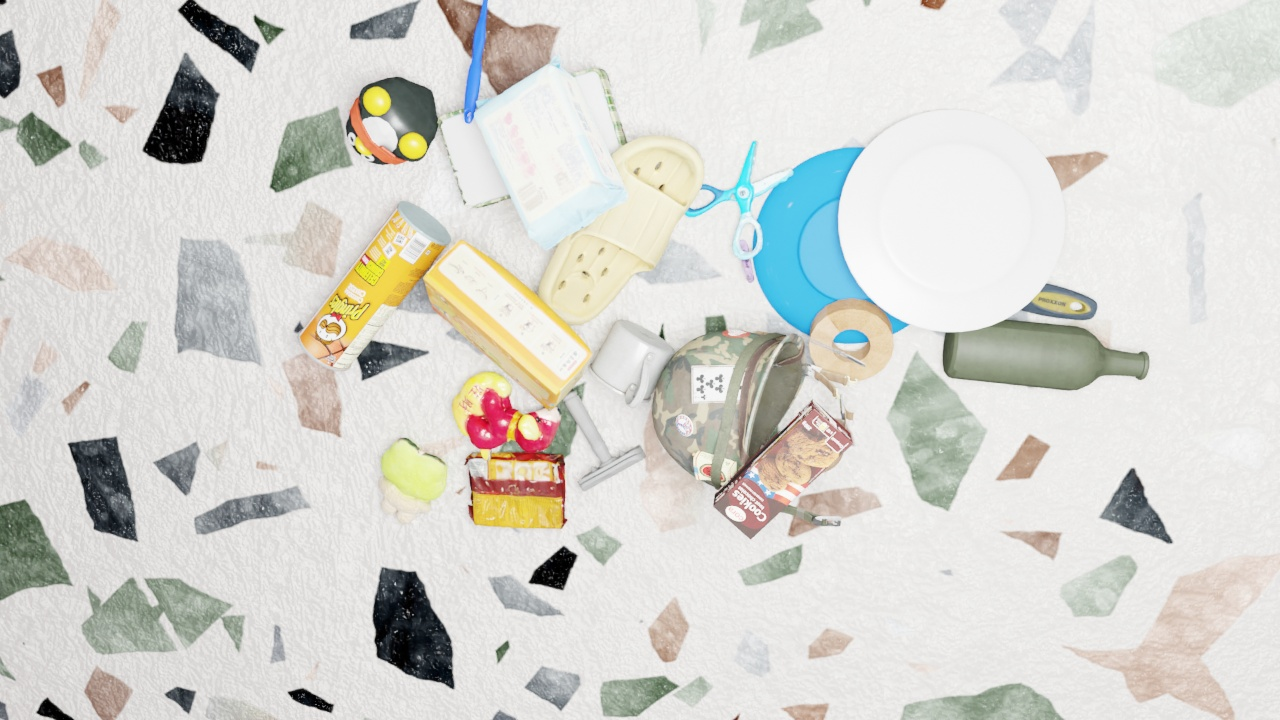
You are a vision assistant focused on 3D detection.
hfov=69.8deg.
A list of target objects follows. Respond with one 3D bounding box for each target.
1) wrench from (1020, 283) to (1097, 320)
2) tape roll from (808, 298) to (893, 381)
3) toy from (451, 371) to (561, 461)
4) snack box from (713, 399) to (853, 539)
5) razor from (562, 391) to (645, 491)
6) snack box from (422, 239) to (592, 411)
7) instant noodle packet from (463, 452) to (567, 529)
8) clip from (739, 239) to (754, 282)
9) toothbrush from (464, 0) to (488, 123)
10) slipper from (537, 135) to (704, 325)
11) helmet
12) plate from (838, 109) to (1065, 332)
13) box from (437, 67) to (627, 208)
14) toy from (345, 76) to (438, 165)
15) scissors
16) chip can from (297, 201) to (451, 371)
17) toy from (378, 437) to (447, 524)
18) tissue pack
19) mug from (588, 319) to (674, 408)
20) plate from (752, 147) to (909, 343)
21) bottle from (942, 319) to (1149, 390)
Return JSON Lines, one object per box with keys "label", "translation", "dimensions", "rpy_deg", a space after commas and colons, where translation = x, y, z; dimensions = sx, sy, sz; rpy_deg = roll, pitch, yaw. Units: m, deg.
{"label": "wrench", "translation": [0.370, -0.086, 1.016], "dimensions": [0.273, 0.022, 0.073], "rpy_deg": [12, 103, 0]}
{"label": "tape roll", "translation": [0.241, -0.023, 1.050], "dimensions": [0.094, 0.027, 0.094], "rpy_deg": [6, 120, 9]}
{"label": "toy", "translation": [-0.172, 0.076, 1.139], "dimensions": [0.137, 0.067, 0.105], "rpy_deg": [24, 98, 9]}
{"label": "snack box", "translation": [0.138, 0.107, 0.901], "dimensions": [0.051, 0.031, 0.141], "rpy_deg": [42, 106, -4]}
{"label": "razor", "translation": [-0.060, 0.091, 1.137], "dimensions": [0.088, 0.047, 0.116], "rpy_deg": [-30, 89, 15]}
{"label": "snack box", "translation": [-0.148, -0.041, 1.061], "dimensions": [0.195, 0.145, 0.080], "rpy_deg": [41, 77, 1]}
{"label": "instant noodle packet", "translation": [-0.159, 0.164, 1.169], "dimensions": [0.135, 0.039, 0.098], "rpy_deg": [1, 103, 8]}
{"label": "clip", "translation": [0.124, -0.111, 1.069], "dimensions": [0.014, 0.046, 0.050], "rpy_deg": [-15, 56, 10]}
{"label": "toothbrush", "translation": [-0.184, -0.356, 1.034], "dimensions": [0.016, 0.018, 0.182], "rpy_deg": [5, 85, 15]}
{"label": "slipper", "translation": [-0.028, -0.136, 1.038], "dimensions": [0.111, 0.079, 0.262], "rpy_deg": [29, 114, -21]}
{"label": "helmet", "translation": [0.130, 0.063, 1.011], "dimensions": [0.236, 0.192, 0.225], "rpy_deg": [29, 148, 4]}
{"label": "plate", "translation": [0.336, -0.152, 0.987], "dimensions": [0.242, 0.016, 0.242], "rpy_deg": [0, 88, 2]}
{"label": "box", "translation": [-0.122, -0.254, 1.060], "dimensions": [0.206, 0.050, 0.118], "rpy_deg": [-15, 103, 13]}
{"label": "toy", "translation": [-0.294, -0.271, 1.062], "dimensions": [0.119, 0.099, 0.097], "rpy_deg": [-19, 120, 36]}
{"label": "scissors", "translation": [0.106, -0.187, 1.051], "dimensions": [0.134, 0.012, 0.134], "rpy_deg": [14, 100, 15]}
{"label": "chip can", "translation": [-0.325, -0.088, 1.118], "dimensions": [0.075, 0.075, 0.215], "rpy_deg": [42, 106, -2]}
{"label": "toy", "translation": [-0.300, 0.159, 1.189], "dimensions": [0.092, 0.046, 0.115], "rpy_deg": [29, 113, 3]}
{"label": "tissue pack", "translation": [-0.098, -0.225, 0.988], "dimensions": [0.112, 0.069, 0.182], "rpy_deg": [-28, 81, 22]}
{"label": "mug", "translation": [-0.006, 0.006, 1.069], "dimensions": [0.084, 0.113, 0.070], "rpy_deg": [24, 105, -24]}
{"label": "plate", "translation": [0.239, -0.126, 1.040], "dimensions": [0.224, 0.024, 0.224], "rpy_deg": [2, 104, 9]}
{"label": "bottle", "translation": [0.445, -0.005, 1.010], "dimensions": [0.207, 0.071, 0.071], "rpy_deg": [6, 104, 8]}
